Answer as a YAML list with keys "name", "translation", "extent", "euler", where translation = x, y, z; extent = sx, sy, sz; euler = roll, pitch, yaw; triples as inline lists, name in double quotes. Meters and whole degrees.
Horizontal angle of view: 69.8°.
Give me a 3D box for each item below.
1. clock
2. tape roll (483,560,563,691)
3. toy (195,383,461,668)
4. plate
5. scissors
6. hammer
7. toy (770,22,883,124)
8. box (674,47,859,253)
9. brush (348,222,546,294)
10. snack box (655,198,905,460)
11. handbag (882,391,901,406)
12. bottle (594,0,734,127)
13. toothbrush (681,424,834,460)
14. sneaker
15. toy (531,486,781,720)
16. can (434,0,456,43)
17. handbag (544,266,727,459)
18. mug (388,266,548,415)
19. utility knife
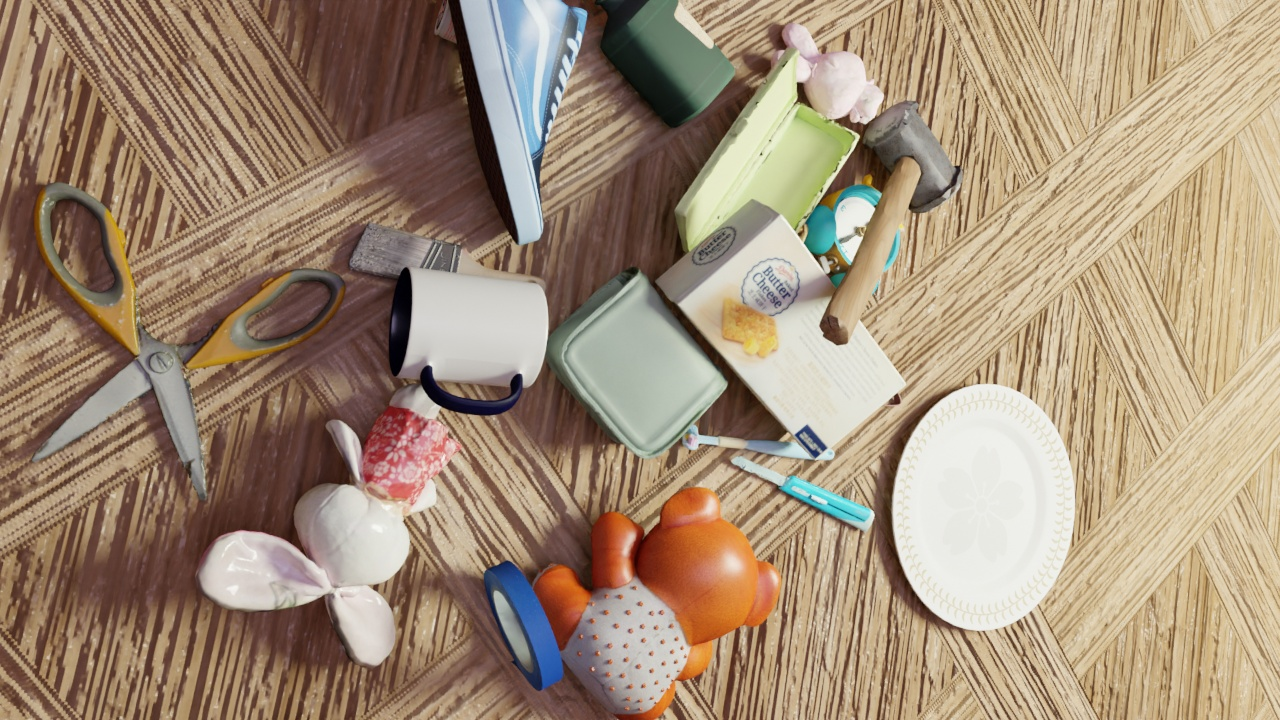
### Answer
- name: "clock"
  translation: [0.191, -0.109, 0.839]
  extent: [0.129, 0.044, 0.099]
  euler: [-46, 107, -27]
- name: "tape roll"
  translation: [-0.086, 0.193, 0.669]
  extent: [0.016, 0.091, 0.093]
  euler: [-22, 102, -25]
- name: "toy"
  translation: [-0.191, 0.101, 0.631]
  extent: [0.159, 0.084, 0.194]
  euler: [38, 69, -39]
- name: "plate"
  translation: [0.342, 0.145, 0.915]
  extent: [0.242, 0.016, 0.242]
  euler: [1, 88, -25]
- name: "scissors"
  translation: [-0.307, -0.020, 0.614]
  extent: [0.229, 0.016, 0.225]
  euler: [-22, 98, -24]
- name: "hammer"
  translation: [0.206, -0.114, 0.772]
  extent: [0.098, 0.052, 0.327]
  euler: [49, 44, -16]
- name: "toy"
  translation: [0.167, -0.256, 0.830]
  extent: [0.110, 0.047, 0.063]
  euler: [34, 67, -11]
- name: "box"
  translation: [0.102, -0.158, 0.787]
  extent: [0.127, 0.066, 0.187]
  euler: [43, 72, -33]
- name: "brush"
  translation: [-0.142, -0.069, 0.695]
  extent: [0.151, 0.012, 0.039]
  euler: [13, 82, -24]
- name: "snack box"
  translation: [0.118, -0.021, 0.751]
  extent: [0.104, 0.057, 0.208]
  euler: [-41, 119, 5]
- name: "handbag"
  translation: [0.200, 0.014, 0.850]
  extent: [0.119, 0.029, 0.055]
  euler: [30, 78, -27]
- name: "bottle"
  translation: [0.009, -0.260, 0.746]
  extent: [0.131, 0.061, 0.061]
  euler: [45, 69, -17]
- name: "toothbrush"
  translation: [0.106, 0.075, 0.806]
  extent: [0.154, 0.016, 0.022]
  euler: [9, 71, -25]
- name: "sneaker"
  translation: [-0.076, -0.208, 0.666]
  extent: [0.098, 0.083, 0.241]
  euler: [-14, 108, -16]
- name: "toy"
  translation: [0.016, 0.189, 0.726]
  extent: [0.172, 0.093, 0.164]
  euler: [-39, 102, -8]
- name: "can"
  translation: [-0.109, -0.248, 0.706]
  extent: [0.095, 0.032, 0.032]
  euler: [16, 81, -24]
- name: "handbag"
  translation: [-0.004, 0.004, 0.727]
  extent: [0.106, 0.067, 0.122]
  euler: [-43, 105, -11]
- name: "mug"
  translation: [-0.122, -0.010, 0.655]
  extent: [0.096, 0.079, 0.111]
  euler: [6, 51, -25]
- name: "utility knife"
  translation: [0.145, 0.119, 0.825]
  extent: [0.161, 0.015, 0.022]
  euler: [24, 108, -21]
